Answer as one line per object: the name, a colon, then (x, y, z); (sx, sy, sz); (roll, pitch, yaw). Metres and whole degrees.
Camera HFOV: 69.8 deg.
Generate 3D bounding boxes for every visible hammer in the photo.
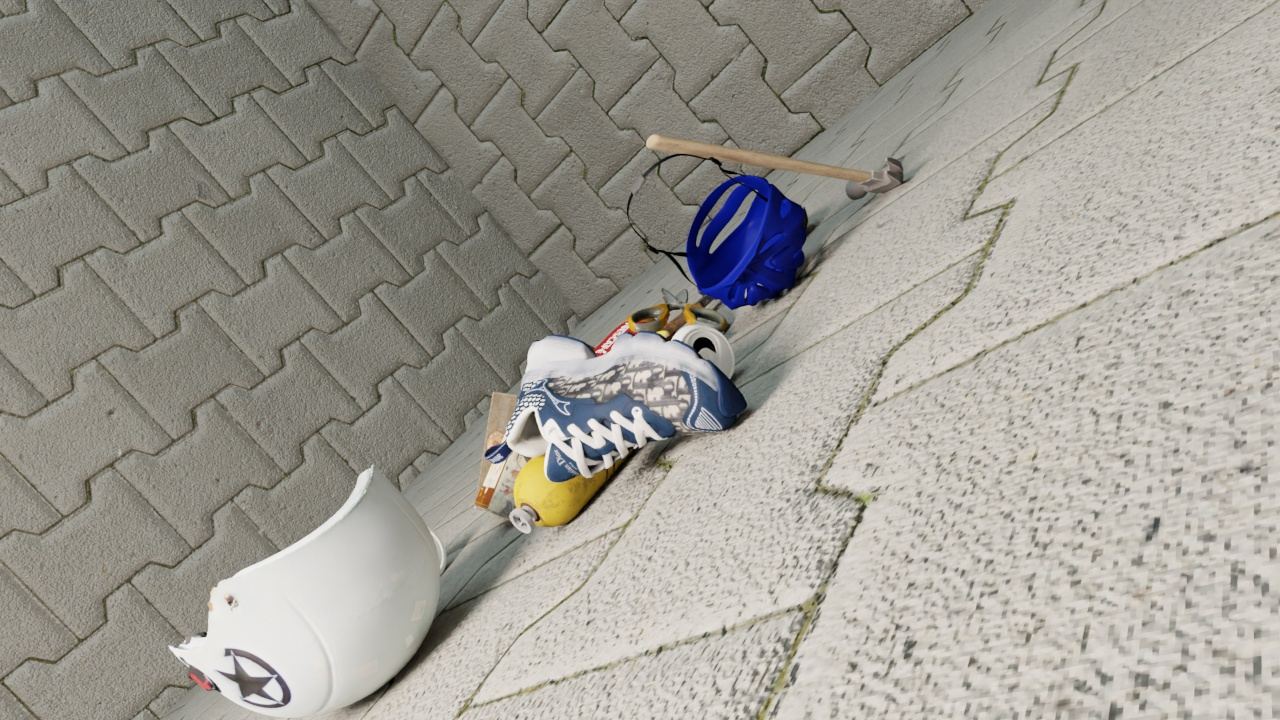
hammer: (0.163, -0.235, 1.077); (0.119, 0.330, 0.030); (176, 99, -67)
hammer: (-0.219, 0.155, 1.364); (0.301, 0.037, 0.157); (128, 150, -73)

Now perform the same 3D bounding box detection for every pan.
pan: (0.117, -0.106, 1.357); (0.356, 0.040, 0.208); (-43, 7, -14)

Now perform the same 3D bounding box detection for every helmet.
helmet: (0.089, -0.161, 1.078); (0.148, 0.227, 0.241); (-53, 15, 21)
helmet: (-0.293, 0.242, 0.873); (0.265, 0.163, 0.235); (-43, 0, 40)

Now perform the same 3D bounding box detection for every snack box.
snack box: (-0.155, 0.124, 1.150); (0.147, 0.041, 0.143); (-68, 13, -12)

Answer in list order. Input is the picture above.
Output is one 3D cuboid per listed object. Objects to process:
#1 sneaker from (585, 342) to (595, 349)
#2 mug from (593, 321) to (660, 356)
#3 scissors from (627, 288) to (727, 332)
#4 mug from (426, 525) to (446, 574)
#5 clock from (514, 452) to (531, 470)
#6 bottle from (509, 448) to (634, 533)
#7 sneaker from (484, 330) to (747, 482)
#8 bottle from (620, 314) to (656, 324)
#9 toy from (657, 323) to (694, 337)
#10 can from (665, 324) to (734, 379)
sneaker: (-0.143, 0.055, 1.600); (0.127, 0.121, 0.293); (-63, -1, 27)
mug: (-0.007, 0.007, 1.188); (0.117, 0.080, 0.096); (4, 37, 38)
scissors: (0.060, -0.069, 1.227); (0.166, 0.016, 0.224); (5, 19, 15)
mug: (-0.310, 0.263, 1.170); (0.106, 0.082, 0.082); (-35, 9, 34)
clock: (-0.087, 0.094, 0.977); (0.044, 0.091, 0.122); (-38, 1, 19)
bottle: (-0.066, 0.105, 0.900); (0.163, 0.071, 0.071); (-46, 8, -37)
sneaker: (-0.031, 0.053, 0.802); (0.270, 0.103, 0.132); (2, 52, 46)
bottle: (-0.020, -0.018, 1.433); (0.068, 0.068, 0.156); (-37, 8, 29)
toy: (0.046, -0.008, 1.076); (0.106, 0.067, 0.137); (-35, -4, 21)
can: (0.035, 0.012, 0.917); (0.071, 0.072, 0.129); (-44, 8, -28)
